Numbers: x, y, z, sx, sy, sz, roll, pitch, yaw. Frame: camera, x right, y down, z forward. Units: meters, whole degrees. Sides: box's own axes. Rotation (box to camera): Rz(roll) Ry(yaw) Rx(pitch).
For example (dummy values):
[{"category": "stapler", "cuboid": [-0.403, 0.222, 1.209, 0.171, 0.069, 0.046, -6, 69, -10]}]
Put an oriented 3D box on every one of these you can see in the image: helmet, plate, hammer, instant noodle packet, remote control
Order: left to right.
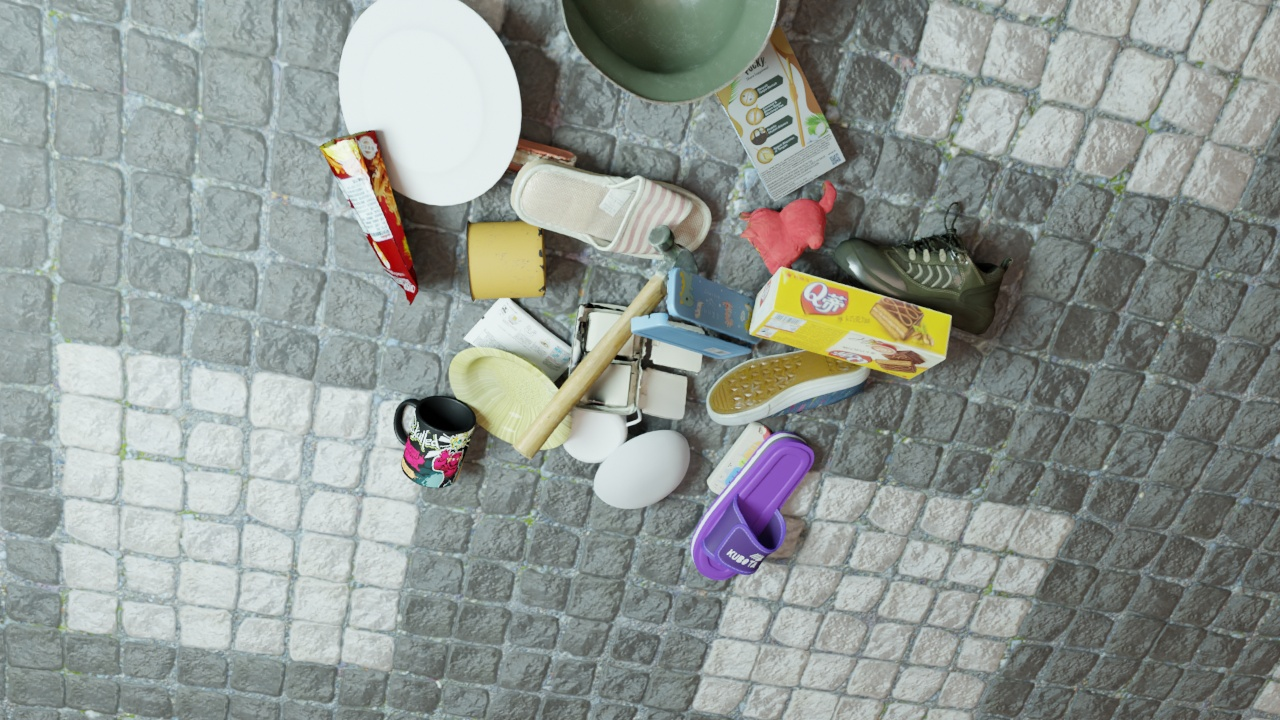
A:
[{"category": "plate", "cuboid": [-0.249, -0.298, 1.059, 0.243, 0.016, 0.243, 8, 115, 19]}, {"category": "plate", "cuboid": [-0.168, 0.042, 1.239, 0.184, 0.036, 0.185, 17, 137, 16]}, {"category": "instant noodle packet", "cuboid": [-0.160, -0.019, 1.244, 0.134, 0.026, 0.087, 39, 107, -19]}, {"category": "hammer", "cuboid": [-0.043, -0.010, 1.161, 0.330, 0.033, 0.132, -50, 143, -3]}, {"category": "helmet", "cuboid": [0.012, -0.427, 0.995, 0.227, 0.153, 0.268, -33, 117, 10]}, {"category": "remote control", "cuboid": [0.145, 0.145, 1.347, 0.038, 0.018, 0.126, 30, 108, -16]}]

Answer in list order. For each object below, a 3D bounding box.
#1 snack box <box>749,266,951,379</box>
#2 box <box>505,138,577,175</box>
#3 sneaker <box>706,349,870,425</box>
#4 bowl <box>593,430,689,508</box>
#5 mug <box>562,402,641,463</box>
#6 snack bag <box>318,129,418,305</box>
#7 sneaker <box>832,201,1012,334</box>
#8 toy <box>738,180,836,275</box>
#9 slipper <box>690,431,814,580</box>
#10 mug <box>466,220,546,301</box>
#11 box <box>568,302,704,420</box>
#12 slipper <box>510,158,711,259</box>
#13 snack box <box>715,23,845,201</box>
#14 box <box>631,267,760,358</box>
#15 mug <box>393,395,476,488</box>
[{"category": "snack box", "cuboid": [0.267, -0.045, 1.182, 0.230, 0.110, 0.061, 15, 73, -4]}, {"category": "box", "cuboid": [-0.172, -0.253, 1.120, 0.187, 0.056, 0.071, 13, 145, -8]}, {"category": "sneaker", "cuboid": [0.207, 0.041, 1.280, 0.235, 0.087, 0.079, -18, 140, 2]}, {"category": "bowl", "cuboid": [0.010, 0.165, 1.295, 0.149, 0.043, 0.150, -19, 140, -17]}, {"category": "mug", "cuboid": [-0.055, 0.088, 1.277, 0.115, 0.068, 0.094, -15, 115, 3]}, {"category": "snack bag", "cuboid": [-0.323, -0.168, 1.110, 0.066, 0.139, 0.208, -24, 111, -22]}, {"category": "sneaker", "cuboid": [0.380, -0.134, 1.189, 0.238, 0.101, 0.143, 19, 111, -13]}, {"category": "toy", "cuboid": [0.190, -0.180, 1.162, 0.094, 0.088, 0.133, 39, 106, -16]}, {"category": "slipper", "cuboid": [0.170, 0.235, 1.342, 0.107, 0.084, 0.267, 21, 111, -28]}, {"category": "mug", "cuboid": [-0.167, -0.121, 1.164, 0.094, 0.100, 0.124, -3, 156, -5]}, {"category": "box", "cuboid": [-0.008, 0.006, 1.233, 0.187, 0.058, 0.144, 11, 80, -15]}, {"category": "slipper", "cuboid": [-0.028, -0.183, 1.130, 0.262, 0.052, 0.115, 9, 121, -25]}, {"category": "snack box", "cuboid": [0.165, -0.303, 1.131, 0.101, 0.031, 0.186, -29, 114, 9]}, {"category": "box", "cuboid": [0.074, -0.056, 1.186, 0.208, 0.073, 0.085, 16, 78, -50]}, {"category": "mug", "cuboid": [-0.292, 0.102, 1.264, 0.118, 0.081, 0.098, 32, 120, 17]}]
